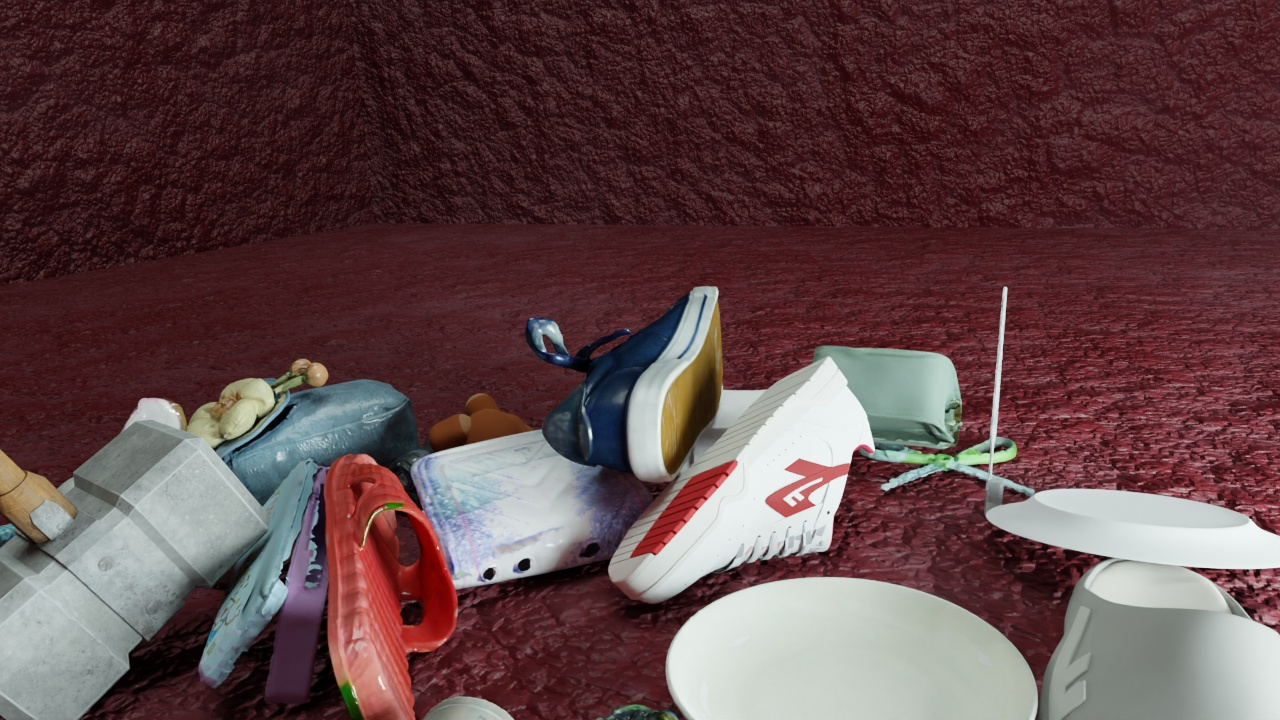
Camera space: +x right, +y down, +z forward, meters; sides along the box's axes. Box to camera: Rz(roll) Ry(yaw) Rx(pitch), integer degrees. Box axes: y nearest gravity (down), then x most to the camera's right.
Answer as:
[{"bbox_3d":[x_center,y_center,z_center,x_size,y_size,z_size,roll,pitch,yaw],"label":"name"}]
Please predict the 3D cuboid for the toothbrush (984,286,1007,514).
[{"bbox_3d":[0.265,0.034,0.672,0.010,0.182,0.010,13,26,37],"label":"toothbrush"}]

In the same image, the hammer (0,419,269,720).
[{"bbox_3d":[-0.350,0.031,0.462,0.083,0.318,0.162,9,46,38],"label":"hammer"}]

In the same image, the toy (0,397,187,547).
[{"bbox_3d":[-0.404,0.132,0.657,0.106,0.131,0.204,-30,8,31],"label":"toy"}]

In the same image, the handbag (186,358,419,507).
[{"bbox_3d":[-0.300,0.058,0.815,0.191,0.119,0.122,-16,19,-23],"label":"handbag"}]

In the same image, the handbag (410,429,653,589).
[{"bbox_3d":[-0.080,0.113,0.675,0.158,0.069,0.126,-9,29,-22],"label":"handbag"}]

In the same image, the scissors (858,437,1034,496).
[{"bbox_3d":[0.263,0.090,0.798,0.171,0.021,0.172,-9,20,-34],"label":"scissors"}]

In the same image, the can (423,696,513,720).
[{"bbox_3d":[-0.089,0.197,0.366,0.054,0.054,0.135,0,15,9],"label":"can"}]

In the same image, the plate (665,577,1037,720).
[{"bbox_3d":[0.105,0.169,0.472,0.182,0.034,0.182,-3,15,1],"label":"plate"}]

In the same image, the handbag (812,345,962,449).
[{"bbox_3d":[0.213,0.039,0.806,0.122,0.067,0.106,4,-20,28],"label":"handbag"}]

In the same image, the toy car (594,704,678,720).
[{"bbox_3d":[0.014,0.193,0.403,0.048,0.032,0.105,-13,23,-36],"label":"toy car"}]

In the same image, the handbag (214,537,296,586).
[{"bbox_3d":[-0.287,0.136,0.703,0.055,0.029,0.119,7,12,19],"label":"handbag"}]

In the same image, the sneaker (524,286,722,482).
[{"bbox_3d":[-0.004,0.004,0.746,0.127,0.121,0.293,1,20,18],"label":"sneaker"}]

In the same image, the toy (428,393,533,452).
[{"bbox_3d":[-0.119,0.076,0.785,0.065,0.095,0.127,-36,-19,7],"label":"toy"}]

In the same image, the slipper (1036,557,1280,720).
[{"bbox_3d":[0.262,0.144,0.451,0.113,0.081,0.265,8,17,25],"label":"slipper"}]

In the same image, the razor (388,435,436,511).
[{"bbox_3d":[-0.183,0.090,0.806,0.064,0.053,0.140,-9,12,3],"label":"razor"}]

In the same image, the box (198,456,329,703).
[{"bbox_3d":[-0.223,0.129,0.586,0.065,0.078,0.214,23,7,-19],"label":"box"}]

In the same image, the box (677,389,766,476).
[{"bbox_3d":[0.091,0.082,0.817,0.107,0.091,0.102,-3,20,24],"label":"box"}]

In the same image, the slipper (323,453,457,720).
[{"bbox_3d":[-0.145,0.128,0.549,0.059,0.103,0.248,-20,25,-9],"label":"slipper"}]

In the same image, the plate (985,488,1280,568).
[{"bbox_3d":[0.335,0.107,0.621,0.188,0.016,0.188,2,3,0],"label":"plate"}]

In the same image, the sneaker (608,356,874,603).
[{"bbox_3d":[0.087,0.103,0.640,0.235,0.104,0.091,-41,4,-35],"label":"sneaker"}]
